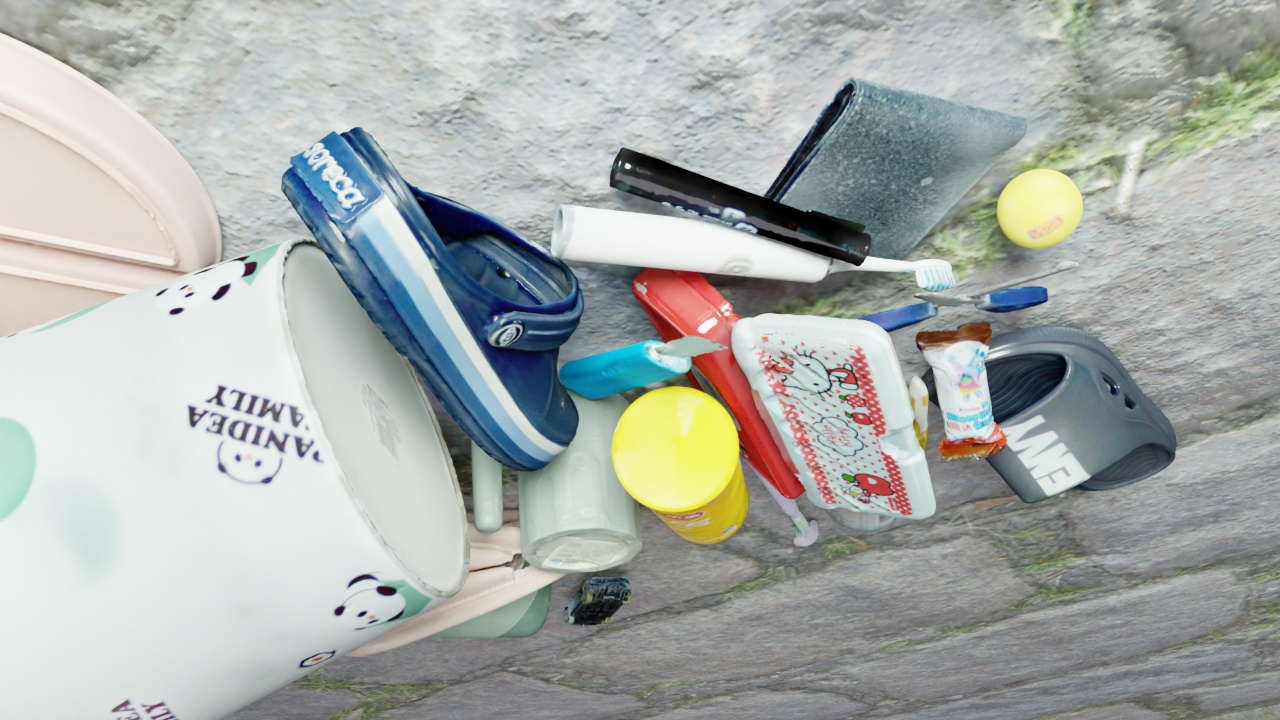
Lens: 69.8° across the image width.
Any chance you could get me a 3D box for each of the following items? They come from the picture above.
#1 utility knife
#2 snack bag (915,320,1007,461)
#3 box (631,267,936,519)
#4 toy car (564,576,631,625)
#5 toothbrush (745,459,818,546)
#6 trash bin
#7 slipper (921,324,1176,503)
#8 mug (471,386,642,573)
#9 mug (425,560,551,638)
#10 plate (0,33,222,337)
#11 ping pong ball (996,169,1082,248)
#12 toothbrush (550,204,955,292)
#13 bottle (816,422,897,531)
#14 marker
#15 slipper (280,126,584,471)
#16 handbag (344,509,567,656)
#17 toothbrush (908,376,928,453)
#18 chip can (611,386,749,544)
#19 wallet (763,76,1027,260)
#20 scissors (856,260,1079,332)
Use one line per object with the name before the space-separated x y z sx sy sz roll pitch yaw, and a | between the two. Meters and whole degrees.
utility knife | -0.003 0.003 0.513 0.034 0.018 0.192 27 164 -19
snack bag | 0.206 0.020 0.585 0.045 0.026 0.105 -7 122 24
box | 0.085 0.027 0.531 0.161 0.060 0.201 24 159 37
toy car | -0.045 0.245 0.937 0.049 0.031 0.106 8 143 -19
toothbrush | 0.121 0.116 0.780 0.029 0.021 0.189 -47 142 -8
trash bin | -0.234 0.073 0.434 0.252 0.229 0.230 -24 146 0
slipper | 0.312 0.057 0.656 0.268 0.083 0.111 25 134 -35
mug | -0.058 0.076 0.609 0.123 0.103 0.084 19 140 -35
mug | -0.135 0.189 0.804 0.106 0.082 0.112 7 114 -19
plate | -0.318 -0.063 0.421 0.229 0.028 0.230 -4 148 -3
ping pong ball | 0.205 -0.078 0.471 0.040 0.040 0.040 -4 147 -3
toothbrush | 0.065 -0.054 0.468 0.220 0.026 0.027 4 155 -17
bottle | 0.158 0.060 0.651 0.068 0.068 0.190 -11 146 7
marker | 0.049 -0.075 0.445 0.132 0.022 0.020 16 157 -10
slipper | -0.082 -0.032 0.455 0.095 0.105 0.253 -35 152 -5
handbag | -0.136 0.139 0.680 0.233 0.093 0.194 -4 177 -30
toothbrush | 0.202 0.053 0.677 0.018 0.016 0.191 -30 151 3
chip can | 0.033 0.078 0.607 0.072 0.072 0.213 -10 162 5
wallet | 0.118 -0.087 0.465 0.097 0.019 0.121 7 147 -20
scissors | 0.179 -0.032 0.515 0.162 0.012 0.176 -5 173 -33
